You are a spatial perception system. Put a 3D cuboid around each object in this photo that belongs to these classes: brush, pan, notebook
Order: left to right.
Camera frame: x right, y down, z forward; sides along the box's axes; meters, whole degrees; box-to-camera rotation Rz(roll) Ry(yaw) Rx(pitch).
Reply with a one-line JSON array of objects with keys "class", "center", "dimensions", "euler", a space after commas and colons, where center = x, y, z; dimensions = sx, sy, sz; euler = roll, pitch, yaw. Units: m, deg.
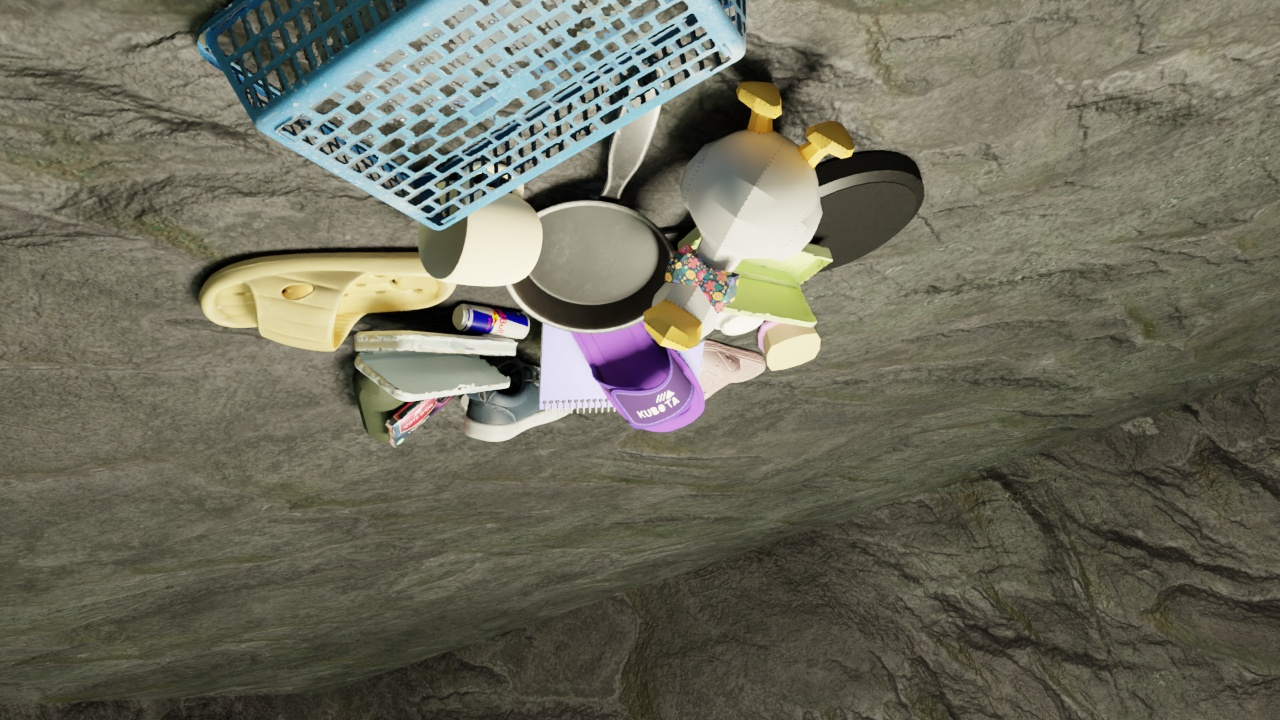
[{"class": "pan", "center": [-0.034, -0.155, 0.931], "dimensions": [0.187, 0.055, 0.358], "euler": [9, 136, -11]}, {"class": "notebook", "center": [-0.022, -0.011, 1.167], "dimensions": [0.209, 0.022, 0.172], "euler": [-1, 117, -14]}, {"class": "pan", "center": [0.172, -0.158, 1.096], "dimensions": [0.356, 0.034, 0.226], "euler": [-10, 156, -15]}, {"class": "brush", "center": [0.220, -0.049, 1.357], "dimensions": [0.089, 0.043, 0.229], "euler": [-17, 157, 2]}]

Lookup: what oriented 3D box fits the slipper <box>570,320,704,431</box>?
[{"class": "slipper", "center": [-0.007, 0.006, 1.114], "dimensions": [0.107, 0.084, 0.266], "euler": [-32, 121, 4]}]

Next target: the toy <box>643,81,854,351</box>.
[{"class": "toy", "center": [0.096, -0.136, 0.912], "dimensions": [0.268, 0.141, 0.246], "euler": [-61, 176, 32]}]

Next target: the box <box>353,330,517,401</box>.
[{"class": "box", "center": [-0.237, -0.018, 1.082], "dimensions": [0.083, 0.122, 0.215], "euler": [-61, 159, 18]}]

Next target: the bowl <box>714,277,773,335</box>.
[{"class": "bowl", "center": [0.127, -0.074, 1.218], "dimensions": [0.118, 0.062, 0.118], "euler": [-13, 157, -6]}]

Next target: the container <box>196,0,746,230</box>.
[{"class": "container", "center": [-0.104, -0.232, 0.682], "dimensions": [0.363, 0.089, 0.257], "euler": [-25, 155, 21]}]

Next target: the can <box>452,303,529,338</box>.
[{"class": "can", "center": [-0.182, -0.047, 1.118], "dimensions": [0.095, 0.032, 0.032], "euler": [8, 148, -43]}]

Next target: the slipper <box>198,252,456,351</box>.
[{"class": "slipper", "center": [-0.317, -0.058, 0.955], "dimensions": [0.261, 0.079, 0.112], "euler": [-8, 152, -19]}]

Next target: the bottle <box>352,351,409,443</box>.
[{"class": "bottle", "center": [-0.327, 0.037, 1.169], "dimensions": [0.071, 0.071, 0.207], "euler": [-9, 156, -15]}]

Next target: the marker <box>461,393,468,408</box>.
[{"class": "marker", "center": [-0.232, 0.079, 1.383], "dimensions": [0.027, 0.023, 0.133], "euler": [-18, 157, 6]}]

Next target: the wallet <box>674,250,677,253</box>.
[{"class": "wallet", "center": [0.035, -0.113, 1.106], "dimensions": [0.072, 0.019, 0.123], "euler": [-11, 166, 43]}]

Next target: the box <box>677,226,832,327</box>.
[{"class": "box", "center": [0.140, -0.107, 1.067], "dimensions": [0.187, 0.091, 0.084], "euler": [6, 136, -33]}]

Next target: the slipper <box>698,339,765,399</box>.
[{"class": "slipper", "center": [0.111, 0.020, 1.419], "dimensions": [0.238, 0.064, 0.094], "euler": [6, 149, -44]}]

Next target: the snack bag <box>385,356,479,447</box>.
[{"class": "snack bag", "center": [-0.269, 0.048, 1.198], "dimensions": [0.154, 0.018, 0.075], "euler": [-43, 169, -26]}]

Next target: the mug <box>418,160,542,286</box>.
[{"class": "mug", "center": [-0.146, -0.131, 0.889], "dimensions": [0.099, 0.096, 0.120], "euler": [3, 110, -41]}]

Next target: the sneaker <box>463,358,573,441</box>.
[{"class": "sneaker", "center": [-0.161, 0.041, 1.251], "dimensions": [0.089, 0.087, 0.235], "euler": [13, -163, 23]}]
